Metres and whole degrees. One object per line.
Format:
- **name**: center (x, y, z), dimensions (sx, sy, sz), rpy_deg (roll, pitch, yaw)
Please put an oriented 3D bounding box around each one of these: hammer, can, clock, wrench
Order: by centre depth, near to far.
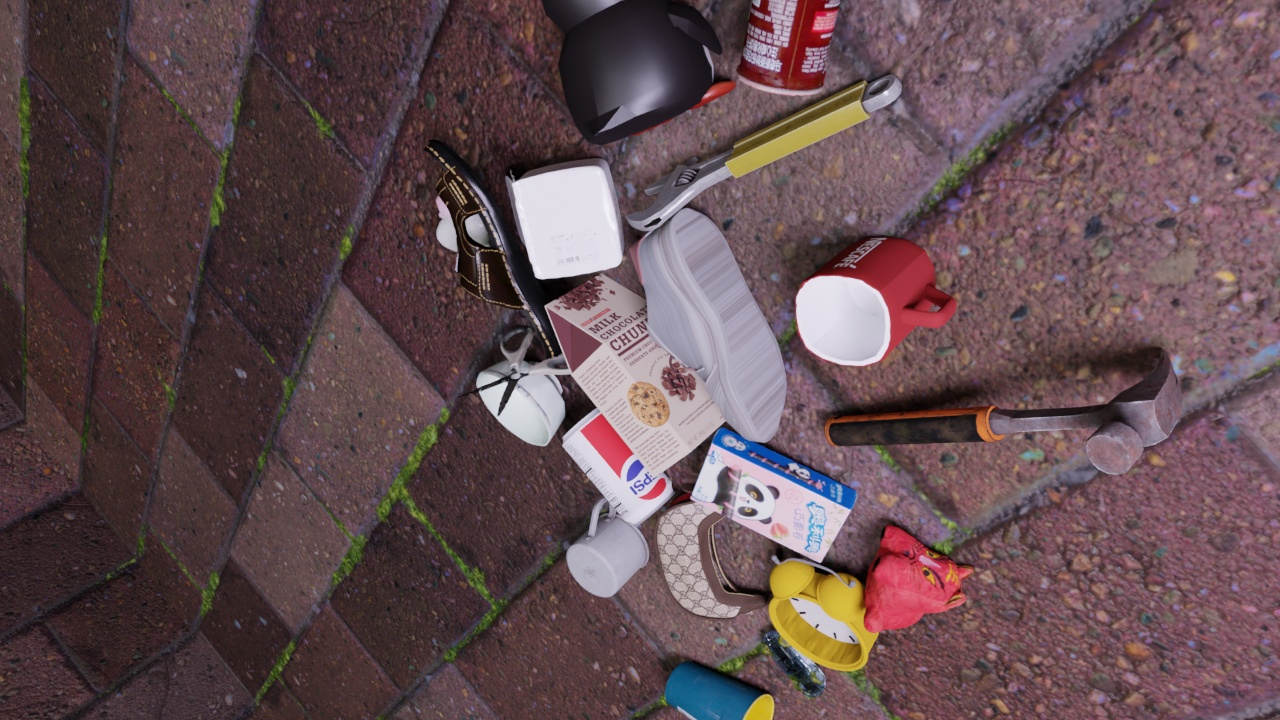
- **hammer**: center (0.281, 0.046, 0.760), dimensions (0.315, 0.137, 0.035), rpy_deg (-11, 108, 56)
- **wrench**: center (0.097, -0.177, 0.790), dimensions (0.274, 0.083, 0.018), rpy_deg (-17, 128, 38)
- **clock**: center (0.192, 0.265, 0.971), dimensions (0.114, 0.051, 0.152), rpy_deg (11, 133, 37)
- **can**: center (-0.025, 0.122, 1.061), dimensions (0.132, 0.070, 0.070), rpy_deg (49, 135, 5)

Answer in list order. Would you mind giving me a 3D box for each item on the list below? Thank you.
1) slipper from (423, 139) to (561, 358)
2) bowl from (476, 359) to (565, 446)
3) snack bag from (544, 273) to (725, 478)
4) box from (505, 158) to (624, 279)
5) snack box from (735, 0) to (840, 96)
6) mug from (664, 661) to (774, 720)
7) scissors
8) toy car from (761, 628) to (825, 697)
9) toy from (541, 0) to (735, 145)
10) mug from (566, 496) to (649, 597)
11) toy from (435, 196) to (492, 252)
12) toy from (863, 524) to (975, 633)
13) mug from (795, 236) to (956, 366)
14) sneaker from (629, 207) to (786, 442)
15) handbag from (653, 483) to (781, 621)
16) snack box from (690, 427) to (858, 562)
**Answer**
- **slipper**: center (-0.167, -0.112, 0.995), dimensions (0.268, 0.075, 0.113), rpy_deg (62, 175, -16)
- **bowl**: center (-0.134, 0.040, 1.099), dimensions (0.117, 0.061, 0.118), rpy_deg (32, 150, 21)
- **snack bag**: center (-0.006, 0.006, 0.959), dimensions (0.206, 0.094, 0.070), rpy_deg (51, 135, 3)
- **box**: center (-0.094, -0.153, 0.965), dimensions (0.152, 0.131, 0.107), rpy_deg (-9, 110, 9)
- **snack box**: center (0.119, -0.275, 0.709), dimensions (0.072, 0.072, 0.121), rpy_deg (27, 128, 25)
- **mug**: center (0.094, 0.427, 1.143), dimensions (0.121, 0.078, 0.078), rpy_deg (16, 124, 37)
- **scissors**: center (-0.132, 0.006, 1.044), dimensions (0.157, 0.170, 0.013), rpy_deg (-118, 17, -53)
- **toy car**: center (0.179, 0.345, 1.055), dimensions (0.090, 0.027, 0.039), rpy_deg (49, 132, 7)
- **toy**: center (-0.027, -0.284, 0.773), dimensions (0.159, 0.139, 0.184), rpy_deg (-13, 105, 43)
- **mug**: center (-0.045, 0.230, 1.142), dimensions (0.084, 0.070, 0.113), rpy_deg (2, 118, 39)
- **toy**: center (-0.200, -0.145, 1.070), dimensions (0.079, 0.037, 0.123), rpy_deg (-7, 119, 38)
- **toy**: center (0.265, 0.233, 0.891), dimensions (0.094, 0.087, 0.133), rpy_deg (14, 137, 13)
- **mug**: center (0.201, -0.048, 0.755), dimensions (0.116, 0.096, 0.080), rpy_deg (11, 121, 35)
- **sneaker**: center (0.058, -0.026, 0.889), dimensions (0.090, 0.099, 0.236), rpy_deg (-14, 103, 46)
- **handbag**: center (0.090, 0.214, 1.038), dimensions (0.138, 0.063, 0.166), rpy_deg (-6, 107, 23)
- **snack box**: center (0.135, 0.139, 0.946), dimensions (0.154, 0.033, 0.088), rpy_deg (25, 130, 11)
